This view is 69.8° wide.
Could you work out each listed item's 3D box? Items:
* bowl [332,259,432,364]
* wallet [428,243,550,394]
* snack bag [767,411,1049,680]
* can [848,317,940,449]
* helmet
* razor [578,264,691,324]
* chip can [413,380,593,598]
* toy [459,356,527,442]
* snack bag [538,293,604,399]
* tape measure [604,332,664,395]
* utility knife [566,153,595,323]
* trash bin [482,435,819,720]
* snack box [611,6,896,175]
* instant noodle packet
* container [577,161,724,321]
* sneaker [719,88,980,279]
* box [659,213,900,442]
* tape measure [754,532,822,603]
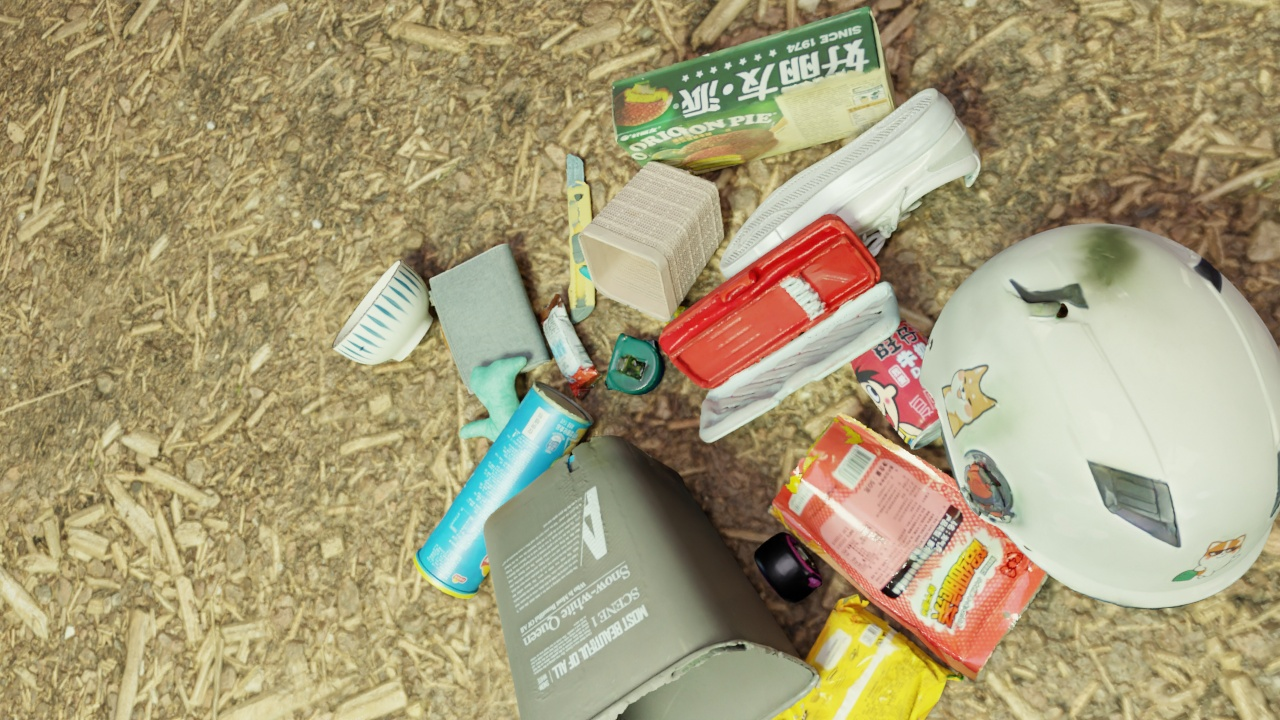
[{"bbox_3d":[-0.262,-0.042,0.965,0.066,0.116,0.116,38,97,-20],"label":"bowl"},{"bbox_3d":[-0.158,-0.040,0.946,0.107,0.037,0.129,-22,84,18],"label":"wallet"},{"bbox_3d":[0.216,0.142,0.744,0.208,0.073,0.128,35,92,20],"label":"snack bag"},{"bbox_3d":[0.223,0.018,0.760,0.066,0.066,0.093,-38,68,11],"label":"can"},{"bbox_3d":[0.325,0.014,0.621,0.230,0.157,0.273,-16,58,-3],"label":"helmet"},{"bbox_3d":[-0.004,-0.062,0.892,0.132,0.028,0.043,30,118,21],"label":"razor"},{"bbox_3d":[-0.132,0.124,0.885,0.071,0.071,0.210,37,95,24],"label":"chip can"},{"bbox_3d":[-0.145,0.046,0.919,0.097,0.030,0.092,-14,100,18],"label":"toy"},{"bbox_3d":[-0.073,-0.014,0.911,0.045,0.026,0.105,-46,64,42],"label":"snack bag"},{"bbox_3d":[-0.005,0.005,0.881,0.054,0.025,0.058,15,86,25],"label":"tape measure"},{"bbox_3d":[-0.063,-0.127,0.940,0.031,0.019,0.182,-7,72,15],"label":"utility knife"},{"bbox_3d":[-0.009,0.201,0.742,0.199,0.198,0.219,-38,52,12],"label":"trash bin"},{"bbox_3d":[0.104,-0.232,0.834,0.240,0.114,0.063,-10,76,21],"label":"snack box"},{"bbox_3d":[0.179,0.269,0.742,0.111,0.044,0.128,34,93,24],"label":"instant noodle packet"},{"bbox_3d":[0.015,-0.114,0.847,0.090,0.090,0.110,25,65,26],"label":"container"},{"bbox_3d":[0.182,-0.128,0.806,0.243,0.089,0.091,-34,113,30],"label":"sneaker"},{"bbox_3d":[0.109,-0.024,0.775,0.202,0.100,0.094,-35,112,27],"label":"box"},{"bbox_3d":[0.127,0.174,0.775,0.039,0.058,0.057,-41,65,10],"label":"tape measure"}]
